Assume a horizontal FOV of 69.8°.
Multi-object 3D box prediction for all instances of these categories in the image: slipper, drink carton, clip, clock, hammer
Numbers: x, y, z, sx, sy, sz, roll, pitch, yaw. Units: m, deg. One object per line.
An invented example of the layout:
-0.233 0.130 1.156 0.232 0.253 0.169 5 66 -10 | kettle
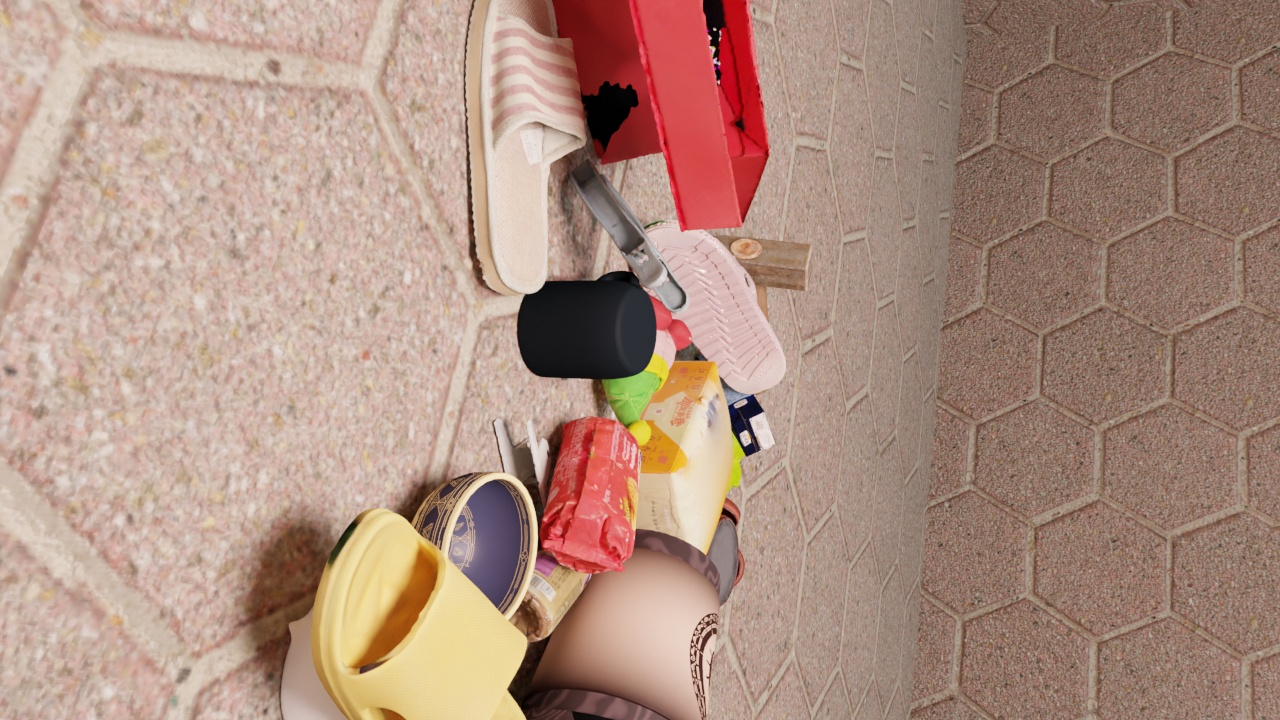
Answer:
-0.113 0.205 0.565 0.099 0.078 0.264 -58 141 -42 | slipper
0.080 -0.065 0.996 0.239 0.094 0.064 51 23 -27 | slipper
0.111 0.047 1.083 0.064 0.040 0.130 63 1 -43 | drink carton
-0.019 -0.118 0.799 0.163 0.028 0.112 56 10 25 | clip
0.068 0.219 1.050 0.157 0.072 0.120 -31 119 -58 | clock
-0.088 -0.183 0.737 0.115 0.052 0.263 6 85 -62 | slipper
-0.088 0.089 0.772 0.056 0.056 0.102 -22 115 -35 | clip
0.129 -0.044 1.126 0.301 0.158 0.037 74 29 -56 | hammer

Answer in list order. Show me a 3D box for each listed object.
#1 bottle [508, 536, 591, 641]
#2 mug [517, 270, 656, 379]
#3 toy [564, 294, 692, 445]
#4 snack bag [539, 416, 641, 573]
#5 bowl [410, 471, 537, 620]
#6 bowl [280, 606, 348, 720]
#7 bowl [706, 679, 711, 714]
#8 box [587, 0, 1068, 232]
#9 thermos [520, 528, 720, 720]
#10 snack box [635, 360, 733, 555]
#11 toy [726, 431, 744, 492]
-0.065 0.170 0.795 0.165 0.060 0.060 -46 131 -55 | bottle
-0.036 -0.038 0.800 0.121 0.095 0.085 -62 143 -42 | mug
-0.005 0.005 0.881 0.131 0.097 0.124 -57 143 -8 | toy
-0.039 0.106 0.777 0.176 0.082 0.082 -84 164 -63 | snack bag
-0.130 0.135 0.660 0.112 0.061 0.112 -6 97 -63 | bowl
-0.171 0.202 0.595 0.114 0.051 0.114 -6 97 -63 | bowl
0.011 0.347 0.910 0.153 0.050 0.152 -60 -166 24 | bowl
0.156 -0.239 0.703 0.197 0.352 0.217 -71 153 -49 | box
-0.013 0.276 0.799 0.225 0.173 0.173 -70 149 -44 | thermos
0.046 0.110 0.962 0.194 0.081 0.145 -63 147 -52 | snack box
0.119 0.121 1.188 0.094 0.036 0.093 -21 115 -55 | toy
